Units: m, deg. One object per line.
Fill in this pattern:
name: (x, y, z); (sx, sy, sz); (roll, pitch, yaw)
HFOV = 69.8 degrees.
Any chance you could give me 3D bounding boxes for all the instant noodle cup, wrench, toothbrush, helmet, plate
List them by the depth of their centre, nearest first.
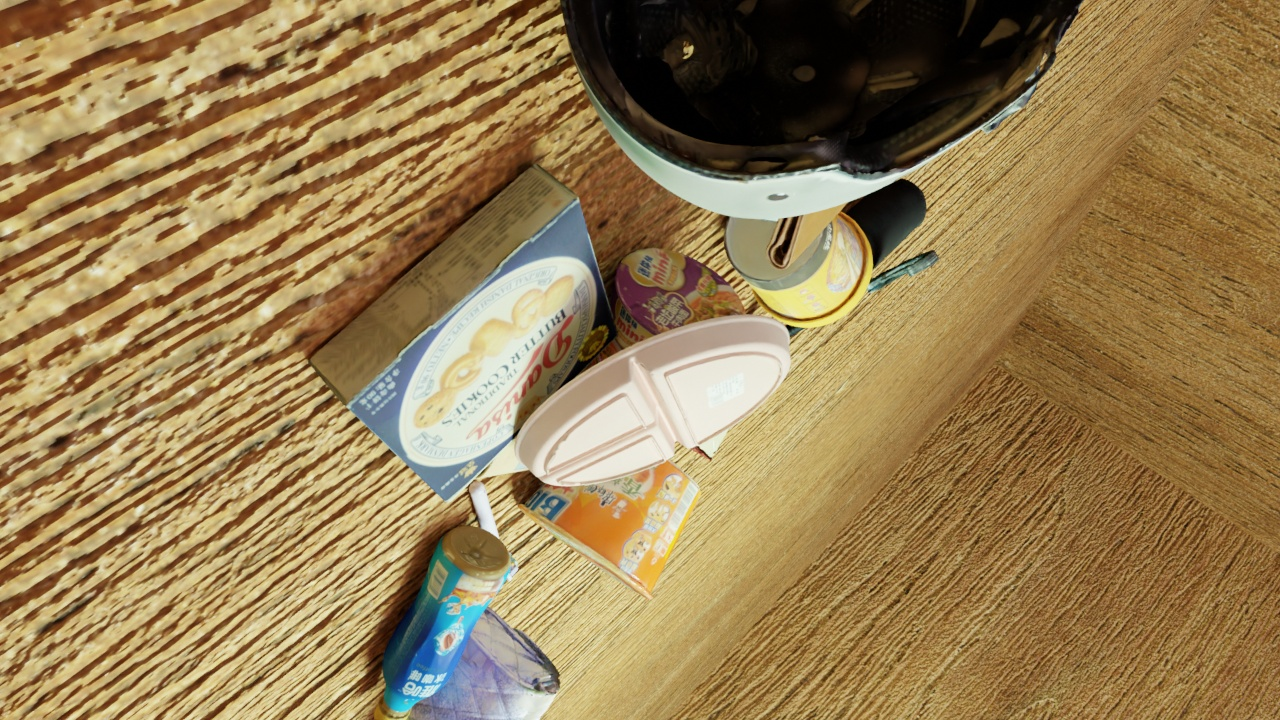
helmet: (0.088, -0.185, 0.494); (0.273, 0.230, 0.157); (-39, 174, -13)
plate: (0.015, 0.039, 0.704); (0.229, 0.028, 0.230); (-22, 158, -10)
instant noodle cup: (0.014, -0.018, 0.743); (0.111, 0.111, 0.099); (-27, 156, -45)
toothbrush: (-0.133, 0.155, 0.832); (0.021, 0.029, 0.189); (-8, 147, -4)
instant noodle cup: (0.140, -0.100, 0.843); (0.118, 0.118, 0.114); (-54, 149, 8)
instant noodle cup: (-0.022, 0.136, 0.861); (0.111, 0.151, 0.151); (-55, 159, -13)
wrench: (0.190, -0.048, 0.978); (0.274, 0.016, 0.056); (-29, -177, 29)

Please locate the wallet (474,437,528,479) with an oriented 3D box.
wallet: (-0.086, 0.059, 0.772); (0.087, 0.024, 0.115); (-53, 157, 17)

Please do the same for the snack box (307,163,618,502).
snack box: (-0.101, -0.010, 0.605); (0.177, 0.046, 0.183); (-45, 156, -13)

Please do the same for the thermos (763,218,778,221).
thermos: (0.091, -0.178, 0.681); (0.070, 0.070, 0.220); (-49, 159, -5)

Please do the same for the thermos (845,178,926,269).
thermos: (0.228, -0.137, 0.997); (0.241, 0.090, 0.069); (-37, 159, -45)

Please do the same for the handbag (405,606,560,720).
handbag: (-0.171, 0.340, 0.894); (0.194, 0.134, 0.075); (-58, 156, 18)

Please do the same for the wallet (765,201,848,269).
wallet: (0.149, -0.144, 0.720); (0.131, 0.031, 0.108); (-47, 161, -33)

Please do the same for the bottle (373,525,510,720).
bottle: (-0.184, 0.245, 0.811); (0.065, 0.065, 0.219); (-12, 136, -57)

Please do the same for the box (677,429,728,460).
box: (0.062, 0.043, 0.938); (0.091, 0.076, 0.168); (-60, 159, -8)
